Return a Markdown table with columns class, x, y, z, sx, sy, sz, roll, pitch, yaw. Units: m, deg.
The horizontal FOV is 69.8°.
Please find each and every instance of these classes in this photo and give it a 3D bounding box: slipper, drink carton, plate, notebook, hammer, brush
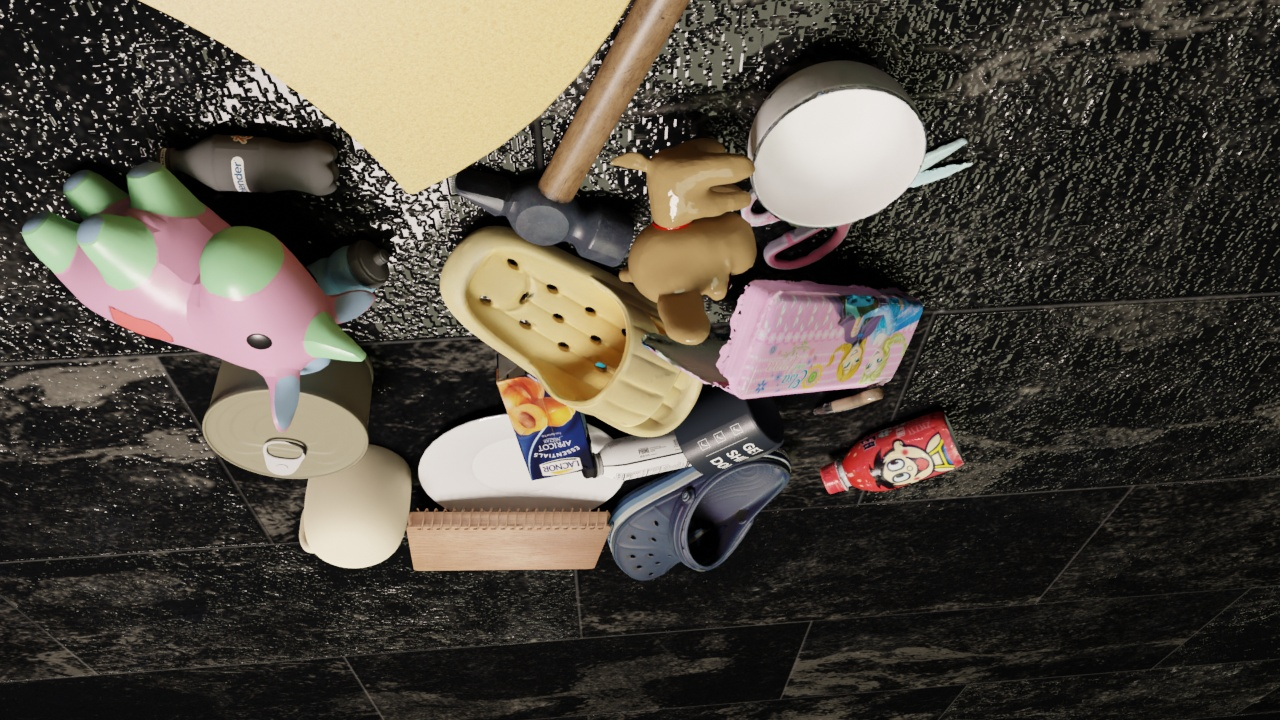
| class | x | y | z | sx | sy | sz | roll | pitch | yaw |
| --- | --- | --- | --- | --- | --- | --- | --- | --- | --- |
| slipper | -0.035 | -0.013 | 0.719 | 0.261 | 0.079 | 0.111 | 33 | 96 | -33 |
| drink carton | -0.084 | 0.048 | 0.821 | 0.064 | 0.040 | 0.130 | -10 | 131 | 2 |
| plate | -0.118 | 0.110 | 0.933 | 0.208 | 0.015 | 0.209 | -4 | 141 | -3 |
| notebook | -0.146 | 0.199 | 1.014 | 0.210 | 0.022 | 0.169 | 2 | 152 | -10 |
| hammer | -0.005 | -0.190 | 0.562 | 0.129 | 0.040 | 0.323 | 18 | 135 | -21 |
| brush | 0.190 | 0.038 | 0.831 | 0.039 | 0.012 | 0.151 | -14 | 173 | -3 |
| brush | -0.145 | -0.220 | 0.470 | 0.196 | 0.075 | 0.250 | -33 | 134 | 30 |
| slipper | 0.056 | 0.170 | 0.973 | 0.105 | 0.095 | 0.254 | 23 | 130 | -35 |

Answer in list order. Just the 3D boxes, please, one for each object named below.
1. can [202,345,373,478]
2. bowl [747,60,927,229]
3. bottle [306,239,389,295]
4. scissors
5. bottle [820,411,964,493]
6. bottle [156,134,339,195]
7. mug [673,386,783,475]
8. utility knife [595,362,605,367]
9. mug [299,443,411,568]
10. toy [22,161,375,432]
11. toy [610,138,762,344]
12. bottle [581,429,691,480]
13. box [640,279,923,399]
| class | x | y | z | sx | sy | sz | roll | pitch | yaw |
| --- | --- | --- | --- | --- | --- | --- | --- | --- | --- |
| can | -0.291 | 0.035 | 0.770 | 0.128 | 0.073 | 0.128 | -4 | 141 | -3 |
| bowl | 0.125 | -0.149 | 0.605 | 0.113 | 0.063 | 0.114 | -3 | 141 | -3 |
| bottle | -0.242 | -0.053 | 0.694 | 0.130 | 0.040 | 0.040 | -24 | 138 | 21 |
| scissors | 0.157 | -0.130 | 0.673 | 0.179 | 0.016 | 0.105 | -27 | 137 | 24 |
| bottle | 0.253 | 0.101 | 0.935 | 0.138 | 0.061 | 0.062 | -24 | 138 | 19 |
| bottle | -0.256 | -0.128 | 0.601 | 0.110 | 0.036 | 0.036 | 1 | 141 | -9 |
| mug | 0.092 | 0.067 | 0.863 | 0.078 | 0.071 | 0.105 | -28 | 139 | 26 |
| utility knife | -0.005 | 0.005 | 0.819 | 0.124 | 0.015 | 0.022 | 16 | 133 | -21 |
| mug | -0.286 | 0.152 | 0.896 | 0.120 | 0.099 | 0.096 | -22 | 139 | 18 |
| toy | -0.301 | -0.049 | 0.622 | 0.223 | 0.119 | 0.171 | 5 | 145 | 32 |
| toy | 0.031 | -0.086 | 0.602 | 0.105 | 0.134 | 0.108 | -7 | 116 | -16 |
| bottle | -0.001 | 0.092 | 0.886 | 0.116 | 0.041 | 0.041 | -10 | 143 | -16 |
| box | 0.117 | -0.031 | 0.720 | 0.229 | 0.106 | 0.086 | -3 | 119 | -48 |
